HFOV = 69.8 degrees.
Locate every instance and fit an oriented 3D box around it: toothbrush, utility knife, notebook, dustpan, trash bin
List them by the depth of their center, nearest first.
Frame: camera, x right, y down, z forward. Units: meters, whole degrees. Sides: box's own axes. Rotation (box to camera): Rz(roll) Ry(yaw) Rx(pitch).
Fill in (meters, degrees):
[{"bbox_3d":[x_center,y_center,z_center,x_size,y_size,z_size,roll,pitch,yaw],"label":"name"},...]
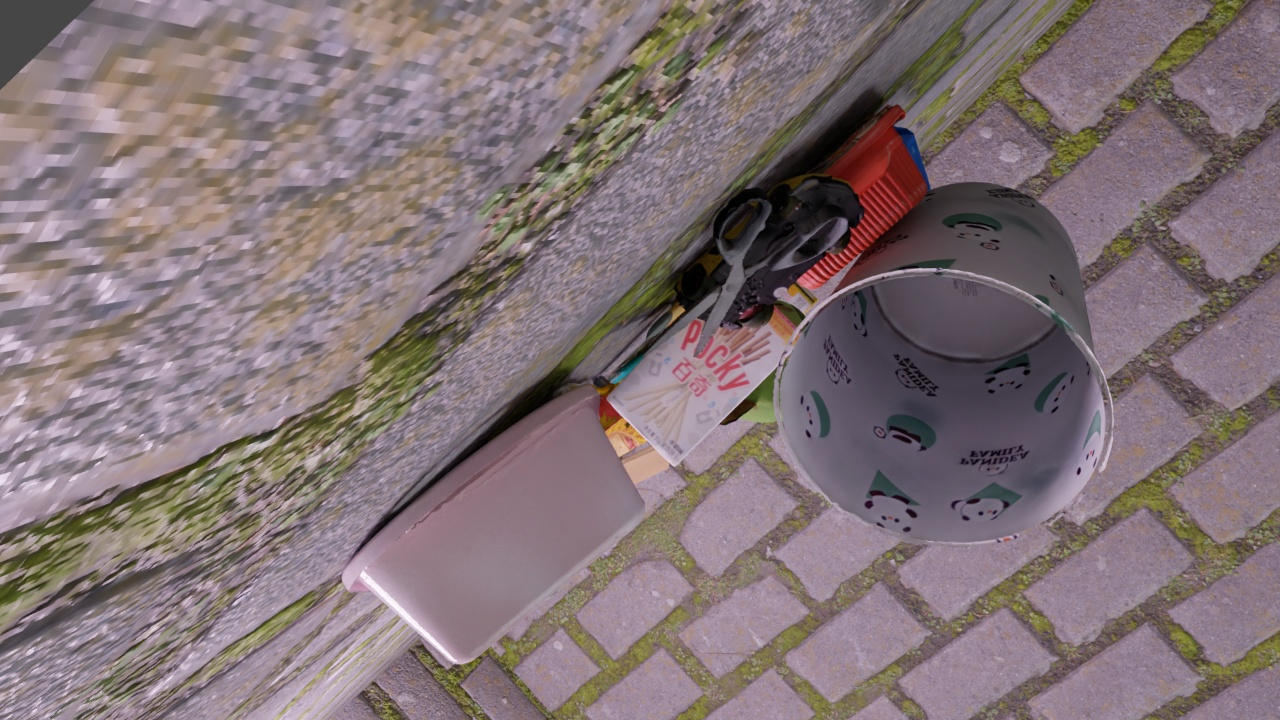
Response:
[{"bbox_3d":[-0.114,0.088,0.661,0.222,0.139,0.274,-40,-158,-14],"label":"dustpan"},{"bbox_3d":[-0.044,0.021,0.717,0.016,0.018,0.191,-46,173,6],"label":"toothbrush"},{"bbox_3d":[0.251,-0.018,0.743,0.230,0.229,0.251,-47,-177,38],"label":"trash bin"},{"bbox_3d":[0.049,-0.058,0.776,0.031,0.018,0.164,-42,176,39],"label":"utility knife"},{"bbox_3d":[-0.005,0.005,0.901,0.029,0.013,0.204,-46,175,29],"label":"utility knife"},{"bbox_3d":[-0.062,0.144,0.982,0.207,0.008,0.148,-25,164,-7],"label":"notebook"}]

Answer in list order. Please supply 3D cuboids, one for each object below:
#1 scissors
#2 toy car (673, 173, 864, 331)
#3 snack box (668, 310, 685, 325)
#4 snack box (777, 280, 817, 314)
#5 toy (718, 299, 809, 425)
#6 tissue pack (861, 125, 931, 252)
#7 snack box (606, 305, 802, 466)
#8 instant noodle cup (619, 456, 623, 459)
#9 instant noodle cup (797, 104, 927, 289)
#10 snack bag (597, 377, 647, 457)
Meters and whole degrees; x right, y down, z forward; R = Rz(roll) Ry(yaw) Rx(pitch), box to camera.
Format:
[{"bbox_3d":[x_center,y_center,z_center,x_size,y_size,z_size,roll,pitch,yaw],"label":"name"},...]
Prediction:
[{"bbox_3d":[0.065,-0.055,0.620,0.174,0.014,0.159,-23,148,6],"label":"scissors"},{"bbox_3d":[0.090,-0.077,0.651,0.156,0.071,0.041,-43,-140,34],"label":"toy car"},{"bbox_3d":[0.072,-0.055,0.943,0.075,0.026,0.153,-43,176,8],"label":"snack box"},{"bbox_3d":[0.124,-0.051,1.057,0.141,0.087,0.033,-46,175,22],"label":"snack box"},{"bbox_3d":[0.125,0.002,0.893,0.227,0.090,0.246,-2,-157,4],"label":"toy"},{"bbox_3d":[0.245,-0.150,0.904,0.052,0.157,0.095,-11,169,-12],"label":"tissue pack"},{"bbox_3d":[0.053,0.006,0.770,0.157,0.084,0.026,-47,175,17],"label":"snack box"},{"bbox_3d":[-0.073,0.149,1.106,0.111,0.111,0.099,-38,163,-53],"label":"instant noodle cup"},{"bbox_3d":[0.161,-0.127,0.743,0.165,0.079,0.188,-42,-179,22],"label":"instant noodle cup"},{"bbox_3d":[-0.074,0.101,0.953,0.208,0.073,0.128,-38,179,22],"label":"snack bag"}]
